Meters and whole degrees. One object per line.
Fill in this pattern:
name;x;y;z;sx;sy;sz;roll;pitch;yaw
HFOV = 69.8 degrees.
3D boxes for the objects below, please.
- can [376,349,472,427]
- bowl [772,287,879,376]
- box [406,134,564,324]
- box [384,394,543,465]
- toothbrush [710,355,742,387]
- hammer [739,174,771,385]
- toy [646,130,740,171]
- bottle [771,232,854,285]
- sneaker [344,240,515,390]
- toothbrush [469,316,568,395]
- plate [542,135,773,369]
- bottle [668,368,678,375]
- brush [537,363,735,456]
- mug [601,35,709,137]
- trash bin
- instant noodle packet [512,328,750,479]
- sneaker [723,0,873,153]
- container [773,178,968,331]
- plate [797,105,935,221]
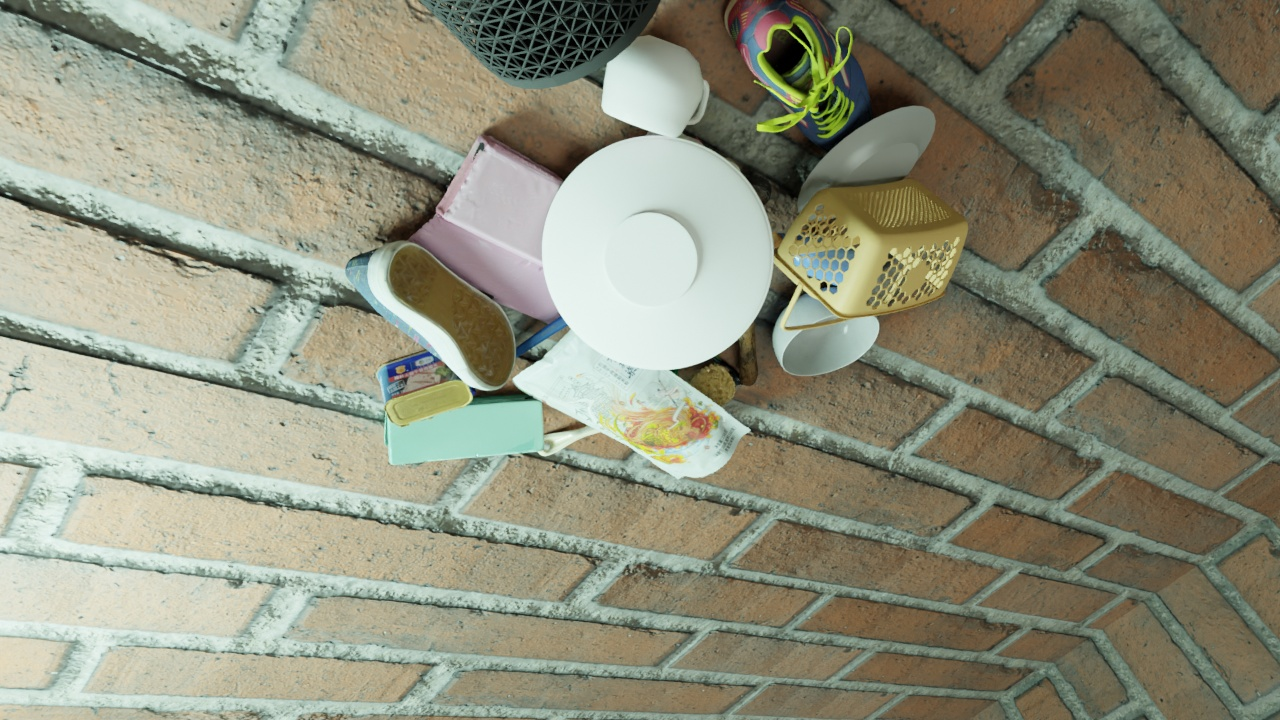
can;-0.244;0.029;1.037;0.099;0.059;0.054;-18;138;-5
bowl;0.228;-0.044;1.161;0.131;0.064;0.132;-12;146;-8
box;-0.113;-0.113;0.955;0.232;0.055;0.180;21;123;-39
box;-0.218;0.078;1.126;0.188;0.079;0.077;-5;95;-20
toothbrush;0.087;-0.011;1.177;0.017;0.014;0.188;-29;139;18
hammer;0.124;-0.060;1.079;0.033;0.119;0.331;10;149;13
toy;0.026;-0.128;0.938;0.137;0.085;0.209;8;107;-35
bottle;0.202;-0.125;1.083;0.131;0.048;0.048;14;126;-35
sneaker;-0.216;-0.048;0.967;0.079;0.087;0.235;8;155;31
toothbrush;-0.143;-0.004;1.056;0.190;0.017;0.016;-32;145;24
plate;0.012;-0.098;0.883;0.229;0.030;0.229;3;105;10
bottle;-0.007;0.007;1.132;0.109;0.042;0.043;13;127;-33
brush;-0.008;0.070;1.191;0.272;0.062;0.077;-19;161;2
mug;0.023;-0.252;0.846;0.123;0.090;0.076;0;117;-48
trash bin;-0.103;-0.331;0.626;0.217;0.216;0.243;-31;145;9
instant noodle packet;-0.007;0.057;1.111;0.269;0.057;0.147;32;126;-26
sneaker;0.167;-0.261;0.894;0.116;0.091;0.241;-42;136;17
container;0.248;-0.102;1.012;0.183;0.129;0.167;-13;139;-35
plate;0.251;-0.204;1.001;0.172;0.019;0.173;-25;157;-11
